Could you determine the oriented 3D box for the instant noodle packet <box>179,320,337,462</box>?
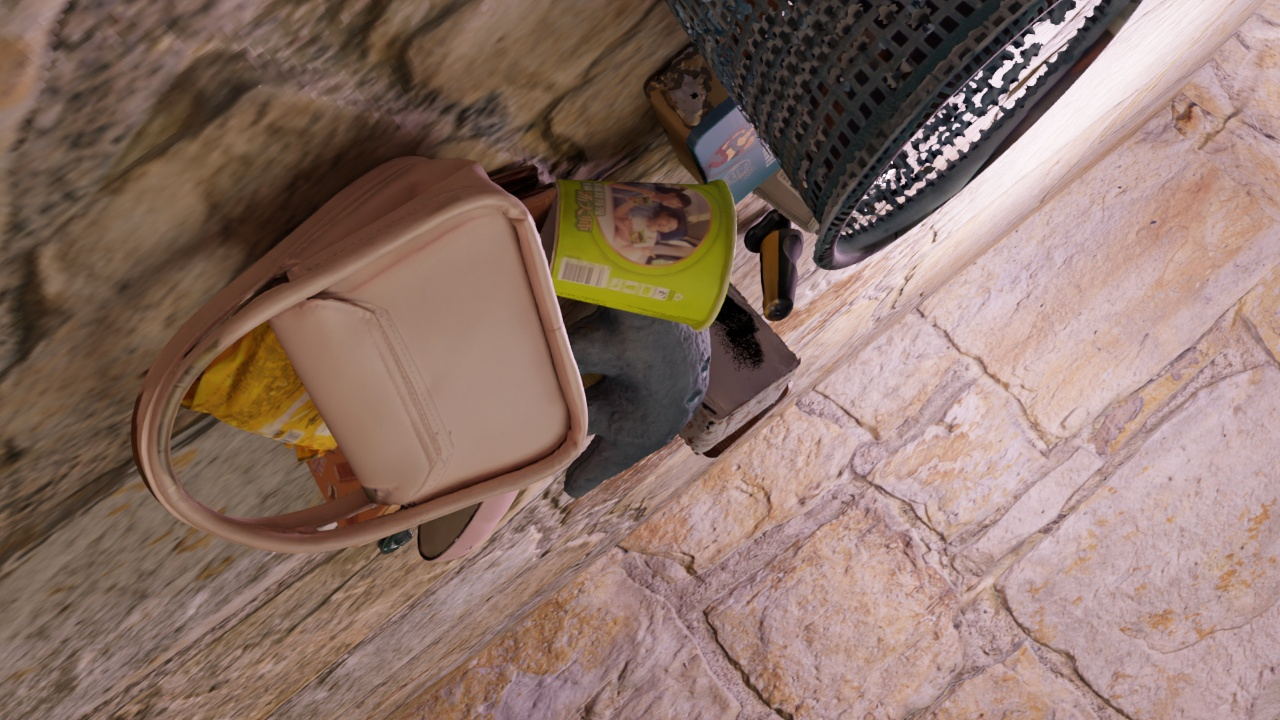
[{"bbox_3d":[-0.203,0.001,0.560,0.128,0.044,0.110,-42,139,9],"label":"instant noodle packet"}]

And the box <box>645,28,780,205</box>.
[{"bbox_3d":[0.067,-0.178,0.697,0.090,0.061,0.184,-40,164,7],"label":"box"}]

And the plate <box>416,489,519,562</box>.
[{"bbox_3d":[-0.137,0.091,0.813,0.193,0.039,0.192,-48,-153,33],"label":"plate"}]

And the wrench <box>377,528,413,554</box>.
[{"bbox_3d":[-0.221,0.139,1.041,0.274,0.016,0.056,-46,164,25],"label":"wrench"}]

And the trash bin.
[{"bbox_3d":[0.124,-0.196,0.504,0.226,0.195,0.227,-36,166,-11],"label":"trash bin"}]

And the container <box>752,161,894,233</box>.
[{"bbox_3d":[0.170,-0.175,0.871,0.114,0.090,0.090,-21,147,-58],"label":"container"}]

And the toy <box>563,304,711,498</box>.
[{"bbox_3d":[-0.005,0.005,0.821,0.138,0.091,0.357,-2,134,-7],"label":"toy"}]

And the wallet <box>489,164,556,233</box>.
[{"bbox_3d":[-0.121,-0.073,0.611,0.124,0.032,0.101,-30,166,-30],"label":"wallet"}]

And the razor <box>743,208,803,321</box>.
[{"bbox_3d":[0.145,-0.101,1.000,0.167,0.068,0.062,-80,168,-49],"label":"razor"}]

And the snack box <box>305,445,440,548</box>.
[{"bbox_3d":[-0.198,0.080,0.733,0.092,0.094,0.077,-14,156,-50],"label":"snack box"}]

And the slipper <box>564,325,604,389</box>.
[{"bbox_3d":[-0.091,0.044,0.930,0.191,0.091,0.081,-48,166,19],"label":"slipper"}]

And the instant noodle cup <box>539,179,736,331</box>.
[{"bbox_3d":[-0.009,-0.082,0.656,0.123,0.111,0.112,6,149,-14],"label":"instant noodle cup"}]

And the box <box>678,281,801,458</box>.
[{"bbox_3d":[0.057,0.005,0.999,0.152,0.182,0.178,-31,161,-27],"label":"box"}]

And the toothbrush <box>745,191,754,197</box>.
[{"bbox_3d":[0.108,-0.195,0.837,0.018,0.015,0.181,-28,165,-9],"label":"toothbrush"}]

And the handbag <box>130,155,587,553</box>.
[{"bbox_3d":[-0.154,0.014,0.506,0.233,0.093,0.193,-31,127,-21],"label":"handbag"}]
